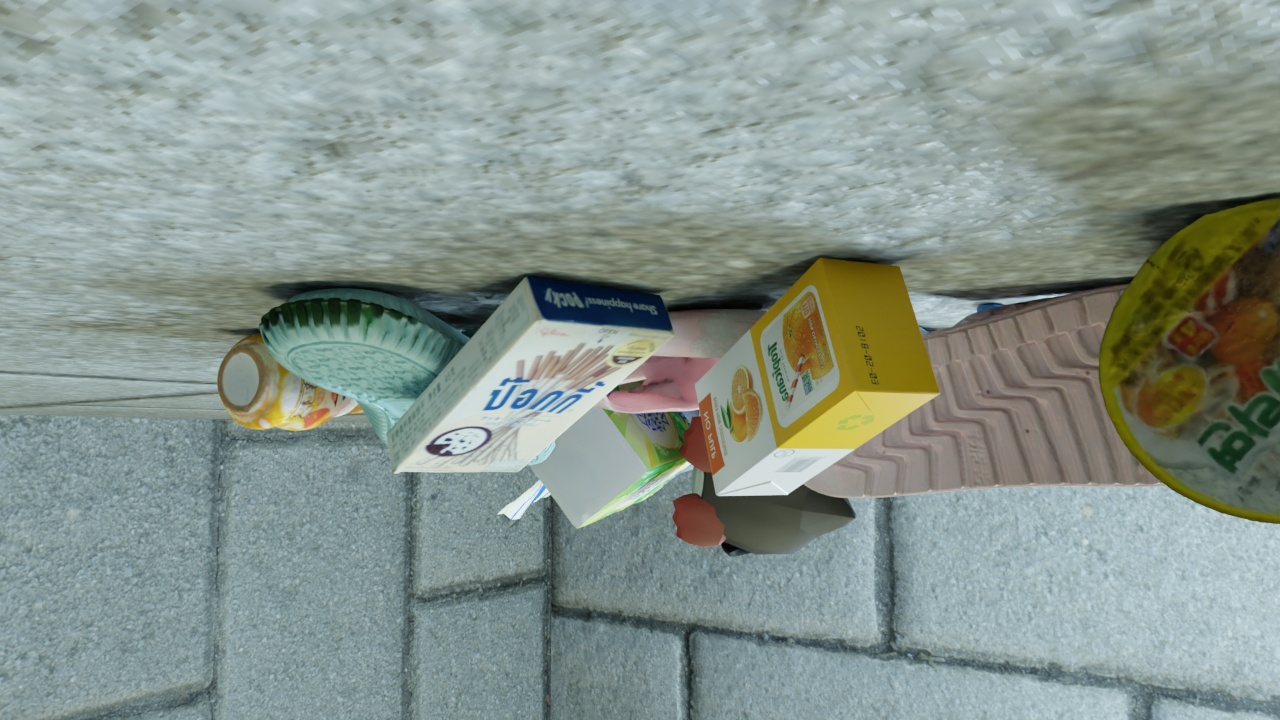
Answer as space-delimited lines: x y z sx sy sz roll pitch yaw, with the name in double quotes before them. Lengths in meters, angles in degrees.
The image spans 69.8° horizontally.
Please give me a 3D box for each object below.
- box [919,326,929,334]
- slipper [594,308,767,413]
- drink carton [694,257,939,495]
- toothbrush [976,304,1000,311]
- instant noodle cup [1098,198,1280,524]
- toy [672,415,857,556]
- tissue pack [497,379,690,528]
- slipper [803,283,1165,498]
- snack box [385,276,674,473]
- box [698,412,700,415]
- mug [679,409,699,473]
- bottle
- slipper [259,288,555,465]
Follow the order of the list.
"box" 0.162 0.015 0.670 0.140 0.062 0.214 -6 172 28
"slipper" 0.014 0.003 0.537 0.106 0.055 0.222 2 173 -40
"drink carton" 0.070 0.014 0.405 0.040 0.058 0.123 3 152 -24
"toothbrush" 0.225 -0.016 0.555 0.016 0.014 0.166 -3 173 30
"instant noodle cup" 0.218 -0.003 0.321 0.102 0.102 0.108 -3 -177 27
"toy" 0.122 0.074 0.782 0.140 0.159 0.183 12 -154 14
"tissue pack" -0.045 0.086 0.785 0.141 0.120 0.197 -41 162 14
"slipper" 0.189 0.017 0.462 0.240 0.094 0.064 -10 -177 24
"snack box" -0.060 0.014 0.464 0.081 0.026 0.150 6 144 -41
"box" 0.114 0.039 0.936 0.076 0.054 0.187 -37 163 19
"mug" 0.009 0.082 0.937 0.104 0.083 0.124 -19 136 -5
"bottle" -0.229 0.016 0.625 0.063 0.063 0.108 -3 174 25
"slipper" -0.123 0.009 0.544 0.116 0.069 0.276 0 159 11
